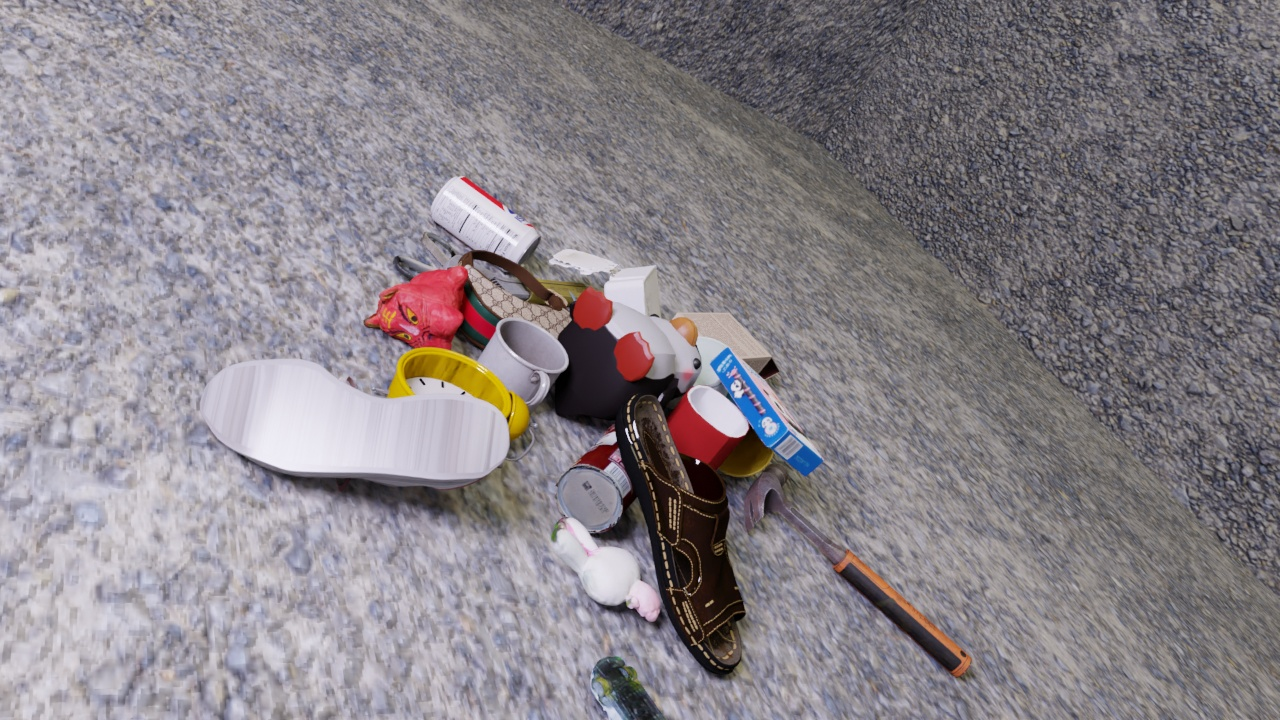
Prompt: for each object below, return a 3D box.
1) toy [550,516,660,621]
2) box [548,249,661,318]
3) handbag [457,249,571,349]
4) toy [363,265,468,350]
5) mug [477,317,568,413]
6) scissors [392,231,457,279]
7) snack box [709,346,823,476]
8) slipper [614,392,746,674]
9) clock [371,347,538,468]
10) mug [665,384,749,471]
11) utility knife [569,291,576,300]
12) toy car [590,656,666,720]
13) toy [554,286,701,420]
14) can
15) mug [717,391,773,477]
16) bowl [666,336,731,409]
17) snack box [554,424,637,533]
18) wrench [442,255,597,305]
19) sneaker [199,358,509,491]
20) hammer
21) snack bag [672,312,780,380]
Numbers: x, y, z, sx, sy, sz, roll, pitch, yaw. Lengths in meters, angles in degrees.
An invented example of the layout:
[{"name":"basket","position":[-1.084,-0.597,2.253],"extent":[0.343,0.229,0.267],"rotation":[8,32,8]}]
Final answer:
[{"name":"toy","position":[-0.032,0.186,0.812],"extent":[0.122,0.038,0.079],"rotation":[39,12,6]},{"name":"box","position":[-0.048,-0.093,1.202],"extent":[0.132,0.152,0.107],"rotation":[-5,17,10]},{"name":"handbag","position":[-0.141,-0.065,1.059],"extent":[0.166,0.063,0.138],"rotation":[22,41,-34]},{"name":"toy","position":[-0.231,-0.068,0.957],"extent":[0.094,0.088,0.132],"rotation":[15,29,-16]},{"name":"mug","position":[-0.124,0.015,0.950],"extent":[0.084,0.071,0.113],"rotation":[20,30,-31]},{"name":"scissors","position":[-0.225,-0.100,1.092],"extent":[0.157,0.013,0.171],"rotation":[3,42,-52]},{"name":"snack box","position":[0.143,0.058,1.051],"extent":[0.088,0.033,0.154],"rotation":[39,14,-42]},{"name":"slipper","position":[0.049,0.150,0.845],"extent":[0.112,0.076,0.267],"rotation":[6,63,-60]},{"name":"clock","position":[-0.170,0.045,0.869],"extent":[0.152,0.052,0.113],"rotation":[32,25,3]},{"name":"mug","position":[0.066,0.086,1.036],"extent":[0.080,0.097,0.116],"rotation":[41,26,10]},{"name":"utility knife","position":[-0.064,-0.036,1.167],"extent":[0.022,0.015,0.141],"rotation":[29,27,-54]},{"name":"toy car","position":[-0.008,0.271,0.706],"extent":[0.038,0.027,0.089],"rotation":[-5,48,-51]},{"name":"toy","position":[-0.006,0.006,1.038],"extent":[0.159,0.140,0.183],"rotation":[48,26,24]},{"name":"can","position":[-0.199,-0.174,1.184],"extent":[0.132,0.070,0.070],"rotation":[36,25,0]},{"name":"mug","position":[0.121,0.081,1.148],"extent":[0.078,0.078,0.121],"rotation":[30,22,-13]},{"name":"bowl","position":[0.063,0.025,1.159],"extent":[0.117,0.061,0.117],"rotation":[-6,35,4]},{"name":"snack box","position":[-0.029,0.112,0.904],"extent":[0.072,0.072,0.121],"rotation":[39,26,6]},{"name":"wrench","position":[-0.139,-0.092,1.164],"extent":[0.272,0.018,0.083],"rotation":[-2,52,-55]},{"name":"sneaker","position":[-0.227,0.062,0.744],"extent":[0.236,0.090,0.099],"rotation":[11,65,-8]},{"name":"hammer","position":[0.247,0.250,1.059],"extent":[0.314,0.035,0.137],"rotation":[41,25,10]},{"name":"snack bag","position":[0.120,-0.011,1.307],"extent":[0.094,0.070,0.206],"rotation":[48,27,24]}]
